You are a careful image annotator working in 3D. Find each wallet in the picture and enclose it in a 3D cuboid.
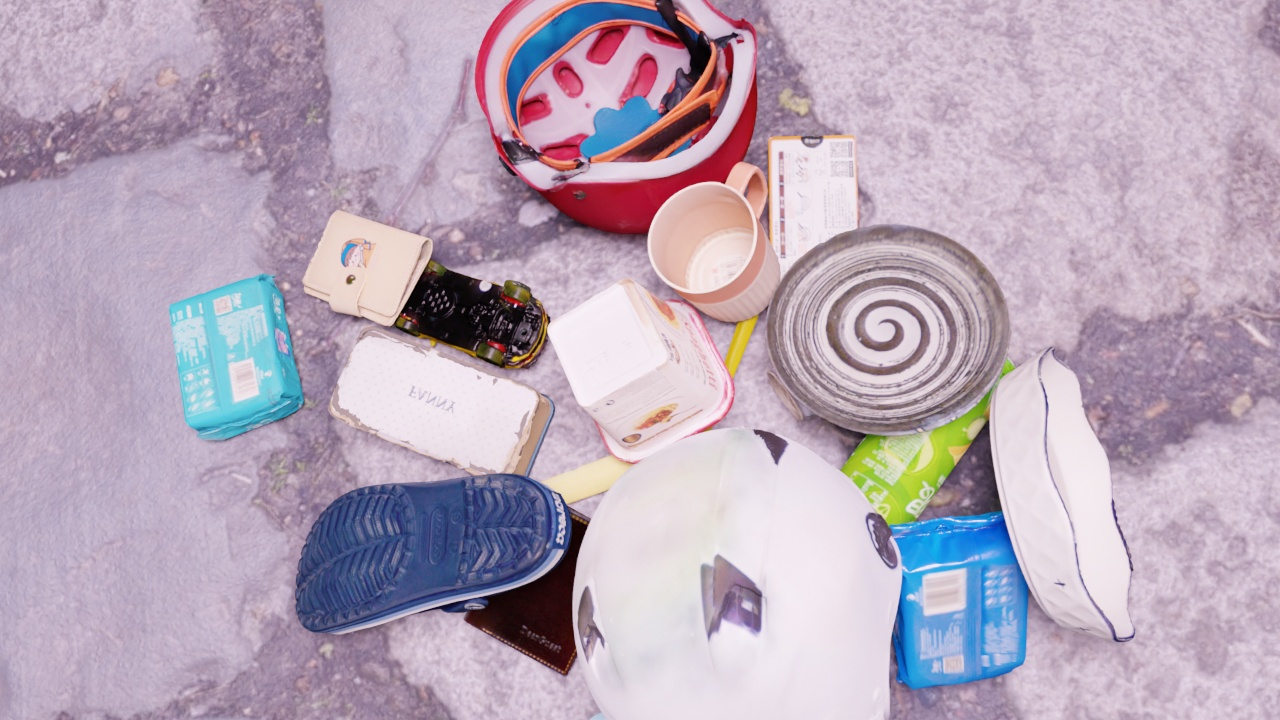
[{"bbox_3d":[-0.074,0.178,0.740,0.096,0.020,0.122,27,90,11],"label":"wallet"},{"bbox_3d":[-0.242,-0.080,0.800,0.115,0.024,0.087,19,85,27],"label":"wallet"}]

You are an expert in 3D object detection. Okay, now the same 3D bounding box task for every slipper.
[{"bbox_3d":[-0.159,0.148,0.719,0.253,0.095,0.105,-19,61,23],"label":"slipper"}]

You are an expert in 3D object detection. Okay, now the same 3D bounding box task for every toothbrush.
[{"bbox_3d":[0.071,0.006,0.754,0.016,0.016,0.190,20,88,29],"label":"toothbrush"}]

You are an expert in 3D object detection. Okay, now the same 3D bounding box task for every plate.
[{"bbox_3d":[0.296,0.095,0.645,0.046,0.204,0.204,-16,75,32],"label":"plate"},{"bbox_3d":[0.186,-0.023,0.700,0.179,0.024,0.179,-7,63,13],"label":"plate"}]

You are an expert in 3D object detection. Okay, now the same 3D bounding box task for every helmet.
[{"bbox_3d":[-0.014,-0.201,0.761,0.207,0.144,0.240,-45,60,-6],"label":"helmet"},{"bbox_3d":[0.044,0.141,0.619,0.230,0.146,0.258,-19,44,29],"label":"helmet"}]

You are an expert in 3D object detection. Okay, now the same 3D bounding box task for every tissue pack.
[{"bbox_3d":[-0.351,-0.006,0.796,0.093,0.050,0.133,-17,76,4],"label":"tissue pack"},{"bbox_3d":[0.230,0.175,0.672,0.095,0.052,0.157,-9,118,4],"label":"tissue pack"}]

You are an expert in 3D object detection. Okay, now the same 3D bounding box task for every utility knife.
[{"bbox_3d":[-0.039,0.095,0.759,0.167,0.018,0.031,-19,72,0],"label":"utility knife"}]

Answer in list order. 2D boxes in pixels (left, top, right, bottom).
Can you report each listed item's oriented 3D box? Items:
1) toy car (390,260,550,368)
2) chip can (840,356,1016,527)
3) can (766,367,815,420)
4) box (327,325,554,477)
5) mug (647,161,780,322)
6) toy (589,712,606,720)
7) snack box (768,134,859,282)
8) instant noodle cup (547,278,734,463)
[{"bbox_3d":[-0.151,-0.041,0.786,0.156,0.041,0.071,17,78,19],"label":"toy car"},{"bbox_3d":[0.204,0.076,0.711,0.072,0.072,0.221,37,84,12],"label":"chip can"},{"bbox_3d":[0.171,-0.008,0.741,0.134,0.053,0.053,-34,77,-2],"label":"can"},{"bbox_3d":[-0.158,0.041,0.763,0.184,0.062,0.089,22,81,8],"label":"box"},{"bbox_3d":[0.067,-0.093,0.710,0.082,0.106,0.114,22,87,22],"label":"mug"},{"bbox_3d":[-0.022,0.341,0.688,0.156,0.050,0.161,-16,81,4],"label":"toy"},{"bbox_3d":[0.147,-0.117,0.782,0.075,0.026,0.153,0,78,6],"label":"snack box"},{"bbox_3d":[-0.004,0.004,0.707,0.117,0.124,0.116,-30,65,10],"label":"instant noodle cup"}]
